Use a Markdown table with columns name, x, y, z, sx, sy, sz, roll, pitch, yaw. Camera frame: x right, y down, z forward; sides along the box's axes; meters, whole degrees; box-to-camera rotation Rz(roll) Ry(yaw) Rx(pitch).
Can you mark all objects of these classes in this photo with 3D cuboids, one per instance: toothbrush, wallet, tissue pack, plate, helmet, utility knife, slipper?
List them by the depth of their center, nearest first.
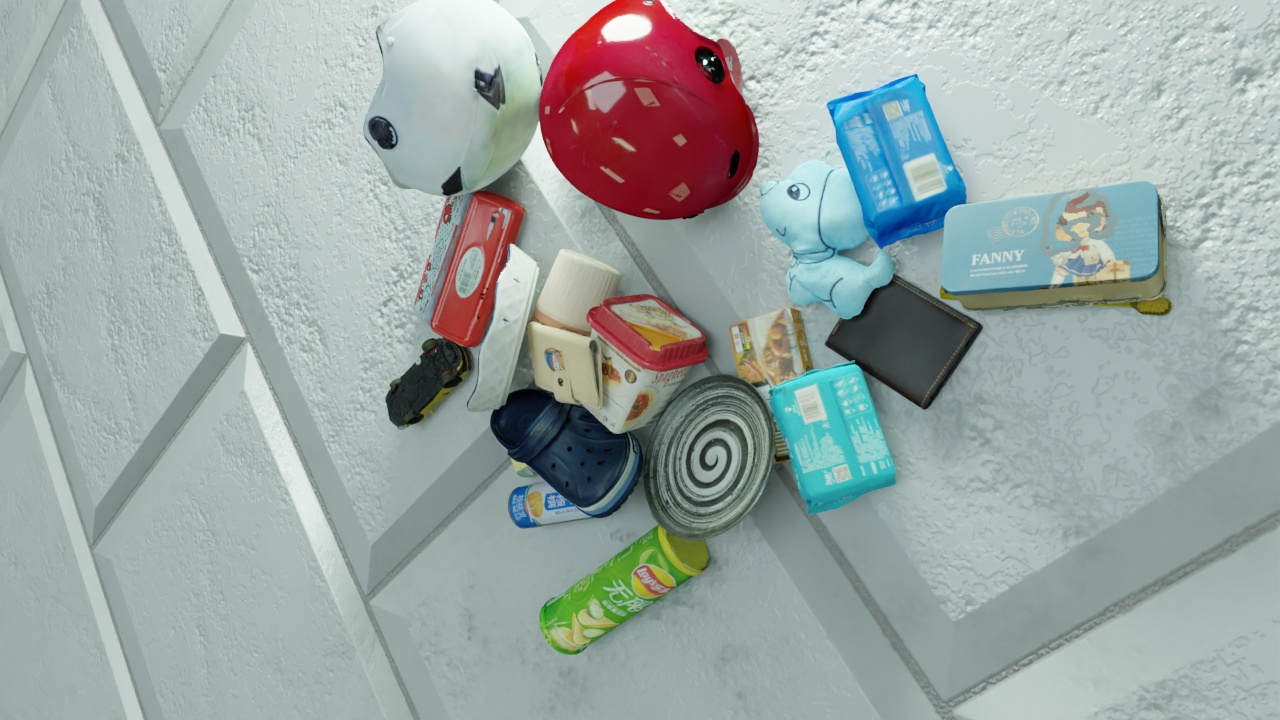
| name | x | y | z | sx | sy | sz | roll | pitch | yaw |
| --- | --- | --- | --- | --- | --- | --- | --- | --- | --- |
| toothbrush | 0.360 | -0.055 | 0.810 | 0.190 | 0.016 | 0.015 | 8 | 92 | 35 |
| tissue pack | 0.240 | -0.189 | 0.865 | 0.095 | 0.052 | 0.157 | -19 | 77 | 9 |
| wallet | 0.250 | -0.024 | 0.885 | 0.122 | 0.020 | 0.096 | 38 | 104 | 31 |
| tissue pack | 0.185 | 0.074 | 0.885 | 0.093 | 0.050 | 0.133 | -16 | 78 | -3 |
| helmet | -0.005 | -0.235 | 0.941 | 0.240 | 0.143 | 0.208 | 44 | 134 | -1 |
| plate | 0.073 | 0.102 | 0.961 | 0.180 | 0.024 | 0.179 | -23 | 55 | 37 |
| wallet | -0.083 | 0.008 | 1.005 | 0.115 | 0.024 | 0.087 | 15 | 119 | 46 |
| slipper | -0.096 | 0.085 | 1.051 | 0.253 | 0.095 | 0.105 | 26 | 74 | 48 |
| plate | -0.161 | -0.034 | 1.088 | 0.045 | 0.205 | 0.205 | 15 | 99 | -8 |
| helmet | -0.201 | -0.303 | 1.098 | 0.146 | 0.228 | 0.259 | 26 | 125 | 16 |
| utility knife | -0.172 | 0.077 | 1.177 | 0.031 | 0.018 | 0.167 | -33 | 72 | 25 |

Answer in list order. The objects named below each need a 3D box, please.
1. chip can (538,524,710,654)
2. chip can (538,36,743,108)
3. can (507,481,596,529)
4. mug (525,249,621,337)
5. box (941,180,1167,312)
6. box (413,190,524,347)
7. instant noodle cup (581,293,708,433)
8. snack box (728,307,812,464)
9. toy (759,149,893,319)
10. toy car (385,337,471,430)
| name | x | y | z | sx | sy | sz | roll | pitch | yaw |
| --- | --- | --- | --- | --- | --- | --- | --- | --- | --- |
| chip can | -0.023 | 0.257 | 1.034 | 0.222 | 0.072 | 0.072 | -40 | 67 | 27 |
| chip can | -0.004 | -0.307 | 1.037 | 0.236 | 0.072 | 0.072 | 0 | 89 | 35 |
| can | -0.092 | 0.168 | 1.096 | 0.135 | 0.053 | 0.053 | -15 | 80 | 34 |
| mug | -0.063 | -0.061 | 1.074 | 0.114 | 0.081 | 0.106 | 24 | 102 | 6 |
| box | 0.345 | -0.093 | 0.785 | 0.185 | 0.062 | 0.089 | -4 | 70 | 32 |
| box | -0.238 | -0.132 | 1.210 | 0.161 | 0.058 | 0.201 | 28 | 104 | 36 |
| instant noodle cup | -0.006 | 0.006 | 1.013 | 0.116 | 0.116 | 0.124 | 40 | 122 | 29 |
| snack box | 0.143 | 0.028 | 0.953 | 0.075 | 0.026 | 0.153 | -17 | 79 | 34 |
| toy | 0.182 | -0.129 | 0.913 | 0.161 | 0.049 | 0.156 | 20 | 91 | 27 |
| toy car | -0.291 | 0.031 | 1.245 | 0.156 | 0.041 | 0.071 | -42 | 66 | 25 |
